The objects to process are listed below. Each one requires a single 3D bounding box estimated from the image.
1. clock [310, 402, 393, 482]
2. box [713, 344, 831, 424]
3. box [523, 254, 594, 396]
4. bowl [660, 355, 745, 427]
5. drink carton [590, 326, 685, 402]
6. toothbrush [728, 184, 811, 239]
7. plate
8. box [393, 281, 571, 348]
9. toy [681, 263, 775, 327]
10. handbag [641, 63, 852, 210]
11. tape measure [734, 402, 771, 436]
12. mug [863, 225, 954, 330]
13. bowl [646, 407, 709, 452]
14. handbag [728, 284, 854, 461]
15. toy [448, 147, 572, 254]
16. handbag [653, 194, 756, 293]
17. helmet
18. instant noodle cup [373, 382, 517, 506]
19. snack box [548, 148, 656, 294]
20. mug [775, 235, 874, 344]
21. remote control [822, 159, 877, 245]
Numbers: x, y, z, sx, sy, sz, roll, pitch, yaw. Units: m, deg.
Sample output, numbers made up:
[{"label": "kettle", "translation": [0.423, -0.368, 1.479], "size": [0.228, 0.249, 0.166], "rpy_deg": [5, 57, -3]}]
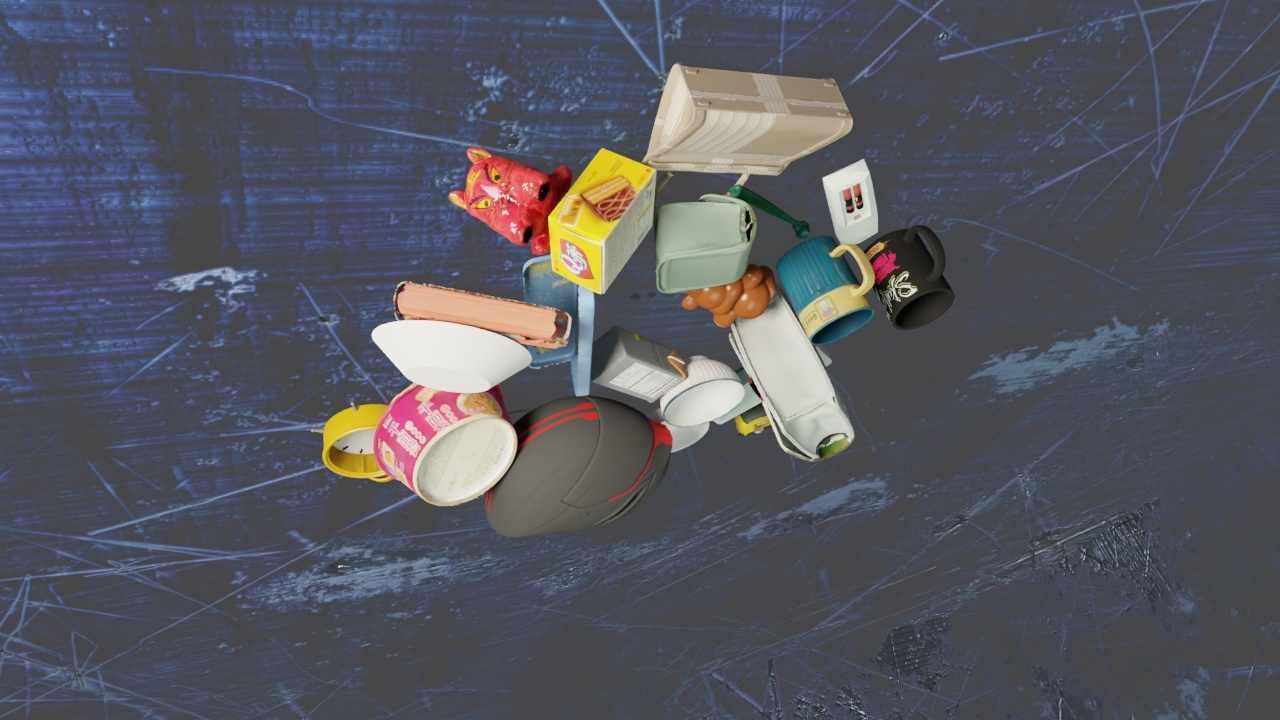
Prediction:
[{"label": "clock", "translation": [-0.331, 0.106, 1.158], "size": [0.114, 0.052, 0.152], "rpy_deg": [-31, 143, 18]}, {"label": "box", "translation": [0.173, 0.024, 1.316], "size": [0.199, 0.066, 0.083], "rpy_deg": [-32, 166, 23]}, {"label": "box", "translation": [-0.090, -0.031, 1.054], "size": [0.077, 0.074, 0.209], "rpy_deg": [-9, 148, -10]}, {"label": "bowl", "translation": [0.078, 0.035, 1.263], "size": [0.118, 0.062, 0.118], "rpy_deg": [-14, 149, -9]}, {"label": "drink carton", "translation": [-0.007, 0.007, 1.183], "size": [0.076, 0.048, 0.124], "rpy_deg": [-37, 145, 26]}, {"label": "toothbrush", "translation": [0.145, -0.160, 1.000], "size": [0.016, 0.017, 0.189], "rpy_deg": [-20, 164, 29]}, {"label": "plate", "translation": [-0.209, 0.004, 1.004], "size": [0.174, 0.036, 0.174], "rpy_deg": [5, 162, 2]}, {"label": "box", "translation": [-0.165, -0.042, 0.970], "size": [0.188, 0.058, 0.062], "rpy_deg": [12, 174, -9]}, {"label": "toy", "translation": [0.099, -0.085, 1.100], "size": [0.127, 0.065, 0.095], "rpy_deg": [9, 132, -26]}, {"label": "handbag", "translation": [0.079, -0.198, 0.912], "size": [0.175, 0.062, 0.198], "rpy_deg": [-4, 154, -28]}, {"label": "tape measure", "translation": [0.181, 0.090, 1.433], "size": [0.065, 0.037, 0.064], "rpy_deg": [-15, 150, -7]}, {"label": "mug", "translation": [0.338, -0.112, 1.141], "size": [0.081, 0.098, 0.118], "rpy_deg": [-8, 147, -20]}, {"label": "bowl", "translation": [0.043, 0.094, 1.356], "size": [0.110, 0.040, 0.110], "rpy_deg": [-14, 149, -9]}, {"label": "handbag", "translation": [0.190, 0.020, 1.173], "size": [0.096, 0.198, 0.142], "rpy_deg": [-28, 146, 10]}, {"label": "toy", "translation": [-0.117, -0.154, 0.874], "size": [0.133, 0.094, 0.088], "rpy_deg": [20, 92, -77]}, {"label": "handbag", "translation": [0.066, -0.122, 0.969], "size": [0.106, 0.067, 0.122], "rpy_deg": [-6, 167, 1]}, {"label": "helmet", "translation": [-0.100, 0.137, 1.225], "size": [0.265, 0.164, 0.170], "rpy_deg": [-36, 136, 7]}, {"label": "instant noodle cup", "translation": [-0.227, 0.102, 1.122], "size": [0.178, 0.077, 0.179], "rpy_deg": [-26, 140, -25]}, {"label": "snack box", "translation": [-0.036, -0.133, 0.880], "size": [0.105, 0.061, 0.084], "rpy_deg": [-57, 165, -29]}, {"label": "mug", "translation": [0.227, -0.092, 1.087], "size": [0.083, 0.107, 0.114], "rpy_deg": [-6, 155, -35]}, {"label": "remote control", "translation": [0.247, -0.175, 1.062], "size": [0.049, 0.024, 0.143], "rpy_deg": [-24, 149, 7]}]
